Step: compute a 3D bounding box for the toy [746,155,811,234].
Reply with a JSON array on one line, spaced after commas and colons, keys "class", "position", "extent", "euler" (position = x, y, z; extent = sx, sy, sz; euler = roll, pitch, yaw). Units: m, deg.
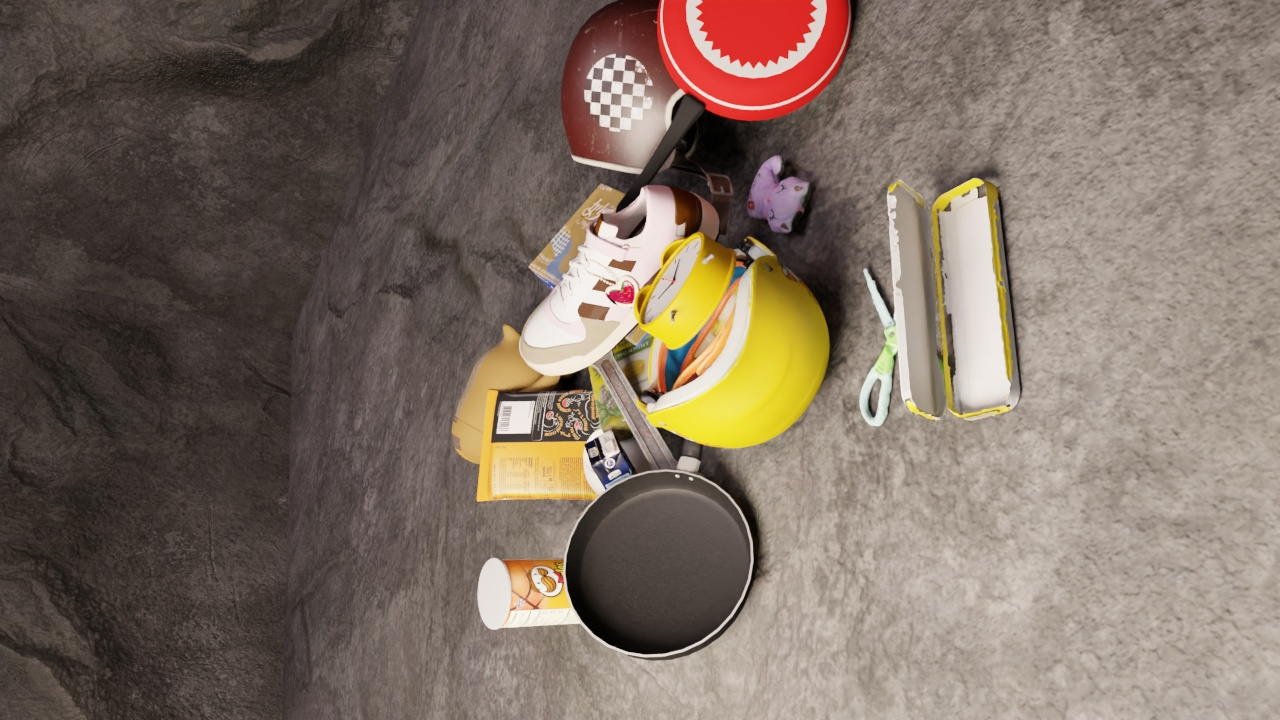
[{"class": "toy", "position": [0.153, -0.186, 1.020], "extent": [0.100, 0.036, 0.080], "euler": [42, 116, 58]}]

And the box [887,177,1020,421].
[{"class": "box", "position": [0.263, -0.057, 0.762], "extent": [0.080, 0.079, 0.209], "euler": [-14, 66, 40]}]

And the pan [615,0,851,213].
[{"class": "pan", "position": [0.079, -0.307, 0.990], "extent": [0.356, 0.209, 0.067], "euler": [-54, -3, 2]}]

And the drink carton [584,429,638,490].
[{"class": "drink carton", "position": [-0.018, 0.150, 1.089], "extent": [0.040, 0.130, 0.064], "euler": [-29, 23, 0]}]

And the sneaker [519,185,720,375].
[{"class": "sneaker", "position": [-0.053, -0.090, 1.025], "extent": [0.295, 0.116, 0.111], "euler": [-36, 49, 27]}]

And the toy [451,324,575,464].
[{"class": "toy", "position": [-0.202, 0.070, 1.405], "extent": [0.203, 0.162, 0.199], "euler": [-57, 28, -9]}]

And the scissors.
[{"class": "scissors", "position": [0.239, -0.024, 0.839], "extent": [0.139, 0.028, 0.170], "euler": [-3, 81, 61]}]

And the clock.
[{"class": "clock", "position": [0.040, -0.072, 0.904], "extent": [0.113, 0.052, 0.152], "euler": [-59, 16, 1]}]

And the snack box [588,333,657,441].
[{"class": "snack box", "position": [-0.007, 0.007, 1.151], "extent": [0.121, 0.045, 0.180], "euler": [-23, 50, 13]}]

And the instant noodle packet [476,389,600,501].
[{"class": "instant noodle packet", "position": [-0.124, 0.117, 1.277], "extent": [0.221, 0.032, 0.159], "euler": [-3, 73, 21]}]

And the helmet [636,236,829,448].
[{"class": "helmet", "position": [0.105, -0.005, 0.937], "extent": [0.209, 0.139, 0.240], "euler": [-56, 13, 11]}]

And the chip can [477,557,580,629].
[{"class": "chip can", "position": [-0.071, 0.262, 1.045], "extent": [0.075, 0.214, 0.075], "euler": [-15, 71, 53]}]

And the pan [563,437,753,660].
[{"class": "pan", "position": [0.044, 0.152, 1.007], "extent": [0.204, 0.044, 0.354], "euler": [8, 61, 22]}]

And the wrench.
[{"class": "wrench", "position": [0.000, 0.074, 1.081], "extent": [0.070, 0.010, 0.273], "euler": [-34, 72, 10]}]

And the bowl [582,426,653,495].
[{"class": "bowl", "position": [-0.031, 0.123, 1.166], "extent": [0.114, 0.063, 0.113], "euler": [-24, 55, 39]}]

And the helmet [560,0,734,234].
[{"class": "helmet", "position": [0.017, -0.314, 1.126], "extent": [0.232, 0.234, 0.254], "euler": [-55, -27, -69]}]

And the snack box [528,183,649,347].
[{"class": "snack box", "position": [-0.028, -0.128, 1.180], "extent": [0.155, 0.069, 0.203], "euler": [-49, 43, -6]}]
